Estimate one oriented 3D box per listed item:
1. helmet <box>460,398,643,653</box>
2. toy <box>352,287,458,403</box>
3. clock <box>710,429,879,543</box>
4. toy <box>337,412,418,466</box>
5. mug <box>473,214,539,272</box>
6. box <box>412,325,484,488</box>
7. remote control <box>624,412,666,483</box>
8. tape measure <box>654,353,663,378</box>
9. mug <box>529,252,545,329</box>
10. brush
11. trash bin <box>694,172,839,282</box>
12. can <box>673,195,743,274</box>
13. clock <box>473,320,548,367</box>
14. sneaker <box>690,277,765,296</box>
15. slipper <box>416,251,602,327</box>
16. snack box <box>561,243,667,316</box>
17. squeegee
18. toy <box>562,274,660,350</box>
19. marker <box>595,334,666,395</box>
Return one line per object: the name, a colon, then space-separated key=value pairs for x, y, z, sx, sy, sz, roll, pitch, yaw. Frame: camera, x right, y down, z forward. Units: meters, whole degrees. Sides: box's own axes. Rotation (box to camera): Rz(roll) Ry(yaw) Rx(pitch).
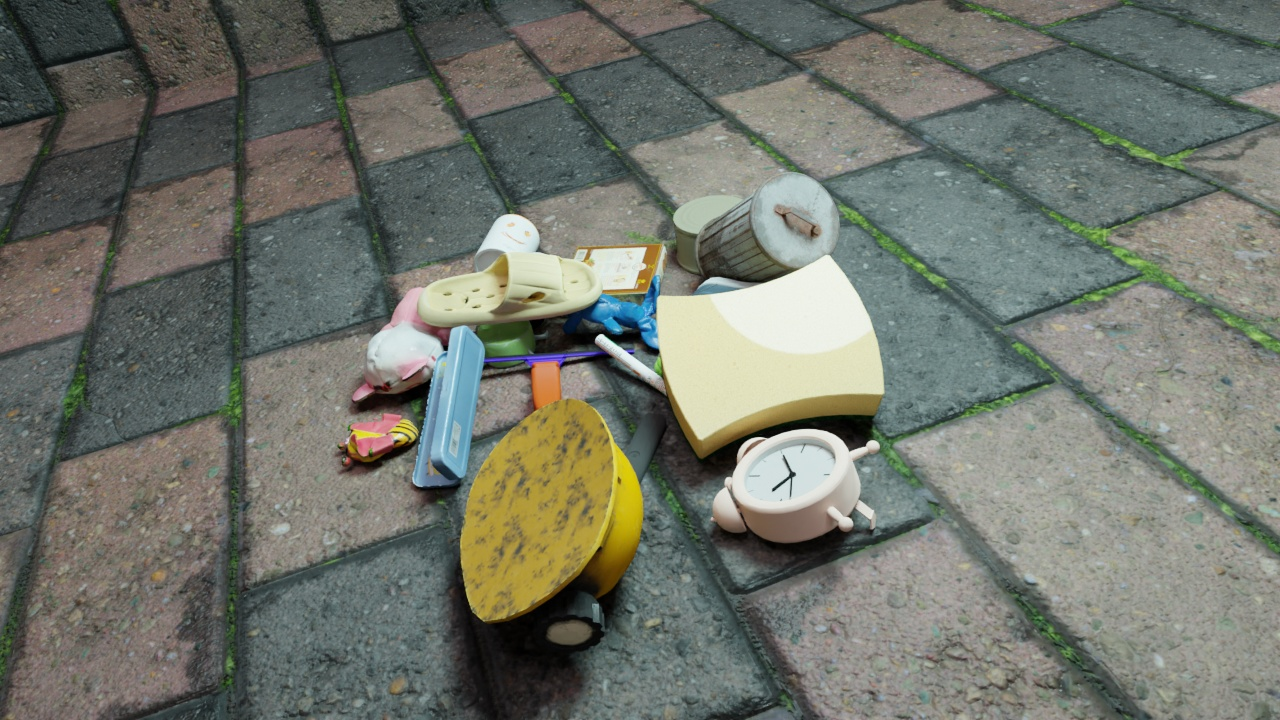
helmet: x=-0.071 y=0.174 z=0.948 sx=0.206 sy=0.131 sz=0.254 roll=-33 pitch=37 yaw=22
toy: x=-0.329 y=-0.025 z=1.312 sx=0.142 sy=0.084 sz=0.212 roll=-10 pitch=37 yaw=22
clock: x=0.168 y=0.142 z=0.994 sx=0.161 sy=0.086 sz=0.130 roll=1 pitch=37 yaw=30
toy: x=-0.341 y=0.101 z=1.189 sx=0.103 sy=0.046 sz=0.084 roll=-16 pitch=23 yaw=-16
mug: x=-0.218 y=-0.177 z=1.492 sx=0.082 sy=0.082 sz=0.105 roll=1 pitch=39 yaw=14
box: x=-0.252 y=0.059 z=1.164 sx=0.079 sy=0.072 sz=0.209 roll=-12 pitch=53 yaw=20
remote control: x=-0.005 y=0.117 z=1.107 sx=0.033 sy=0.015 sz=0.146 roll=6 pitch=39 yaw=20
tape measure: x=0.054 y=0.008 z=1.223 sx=0.066 sy=0.036 sz=0.058 roll=30 pitch=61 yaw=37
mug: x=-0.179 y=-0.099 z=1.395 sx=0.112 sy=0.078 sz=0.096 roll=-24 pitch=28 yaw=31
brush: x=0.151 y=-0.004 z=1.107 sx=0.250 sy=0.075 sz=0.194 roll=-14 pitch=64 yaw=-2
trash bin: x=0.172 y=-0.170 z=1.269 sx=0.130 sy=0.131 sz=0.211 roll=-27 pitch=3 yaw=-22
can: x=0.117 y=-0.199 z=1.447 sx=0.128 sy=0.073 sz=0.127 roll=-7 pitch=37 yaw=5
clock: x=-0.201 y=-0.029 z=1.326 sx=0.119 sy=0.043 sz=0.094 roll=-4 pitch=36 yaw=9
sneaker: x=0.146 y=-0.052 z=1.238 sx=0.236 sy=0.089 sz=0.087 roll=18 pitch=41 yaw=40
slipper: x=-0.186 y=-0.111 z=1.277 sx=0.261 sy=0.079 sz=0.111 roll=-10 pitch=43 yaw=-3
snack box: x=-0.041 y=-0.125 z=1.415 sx=0.147 sy=0.041 sz=0.142 roll=-1 pitch=38 yaw=13
squeegee: x=-0.124 y=0.036 z=1.207 sx=0.249 sy=0.055 sz=0.184 roll=-4 pitch=21 yaw=-5
toy: x=-0.033 y=-0.070 z=1.311 sx=0.176 sy=0.071 sz=0.112 roll=3 pitch=58 yaw=21
marker: x=-0.007 y=0.007 z=1.232 sx=0.017 sy=0.017 sz=0.145 roll=-34 pitch=53 yaw=-28
